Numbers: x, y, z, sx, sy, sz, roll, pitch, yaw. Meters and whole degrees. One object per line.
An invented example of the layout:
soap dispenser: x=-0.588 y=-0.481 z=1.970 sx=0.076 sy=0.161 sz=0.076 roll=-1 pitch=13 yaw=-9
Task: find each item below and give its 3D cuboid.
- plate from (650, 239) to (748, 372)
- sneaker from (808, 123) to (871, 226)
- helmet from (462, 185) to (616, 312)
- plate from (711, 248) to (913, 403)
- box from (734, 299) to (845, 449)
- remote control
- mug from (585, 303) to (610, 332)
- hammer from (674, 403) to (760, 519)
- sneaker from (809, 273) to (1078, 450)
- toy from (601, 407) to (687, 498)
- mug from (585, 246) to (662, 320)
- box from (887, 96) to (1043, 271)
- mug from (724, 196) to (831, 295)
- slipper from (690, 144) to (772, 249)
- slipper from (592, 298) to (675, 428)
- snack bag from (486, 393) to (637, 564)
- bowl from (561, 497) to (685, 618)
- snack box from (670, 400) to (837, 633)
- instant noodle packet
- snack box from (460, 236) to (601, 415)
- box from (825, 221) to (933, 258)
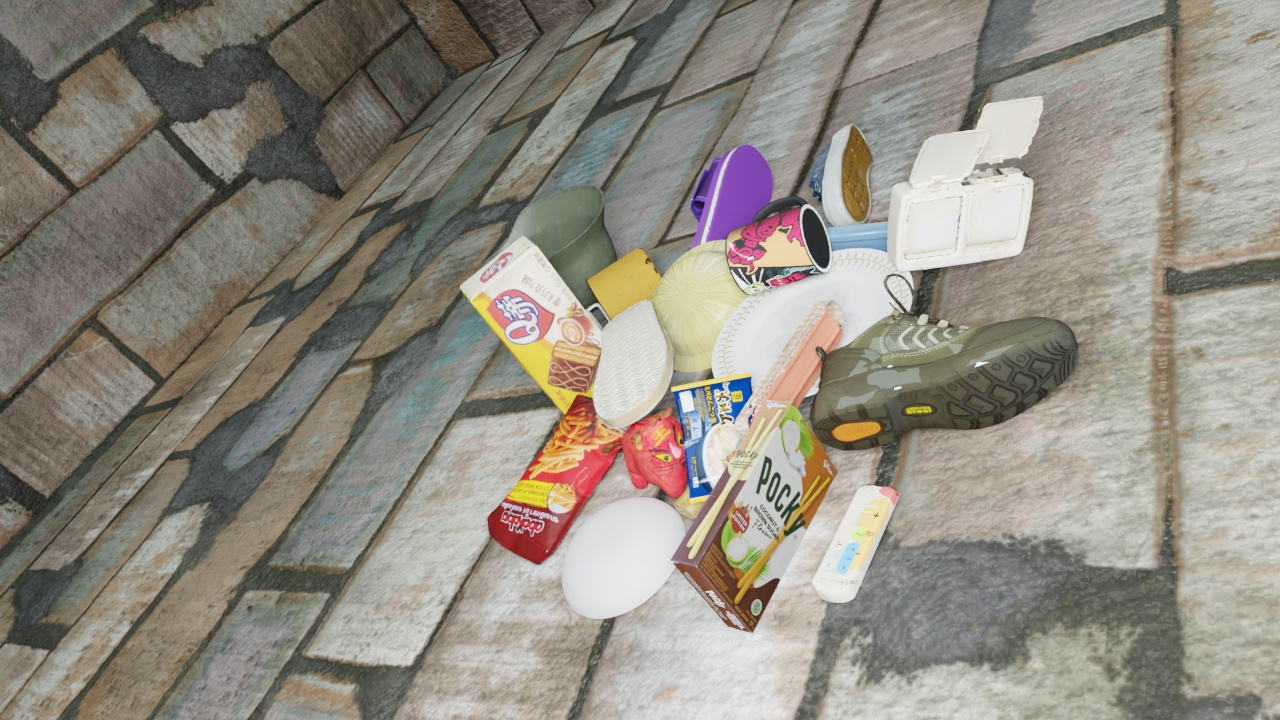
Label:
plate: x=0.070 y=-0.078 z=1.177 sx=0.185 sy=0.036 sz=0.184 roll=-19 pitch=59 yaw=34
sneaker: x=0.261 y=-0.244 z=1.244 sx=0.079 sy=0.087 sz=0.234 roll=-26 pitch=26 yaw=32
helmet: x=-0.140 y=-0.134 z=1.435 sx=0.268 sy=0.154 sz=0.226 roll=-24 pitch=33 yaw=13
plate: x=0.190 y=-0.038 z=1.027 sx=0.243 sy=0.016 sz=0.242 roll=-27 pitch=32 yaw=18
box: x=0.149 y=0.015 z=0.928 sx=0.186 sy=0.056 sz=0.071 roll=-53 pitch=2 yaw=-26
remote control: x=0.191 y=0.159 z=0.810 sx=0.038 sy=0.018 sz=0.125 roll=-3 pitch=42 yaw=45
mug: x=-0.088 y=-0.031 z=1.321 sx=0.115 sy=0.068 sz=0.094 roll=-47 pitch=31 yaw=-18
hammer: x=0.149 y=0.042 z=1.008 sx=0.329 sy=0.033 sz=0.132 roll=-48 pitch=33 yaw=-19
sneaker: x=0.272 y=-0.008 z=0.859 sx=0.238 sy=0.101 sz=0.142 roll=-17 pitch=45 yaw=22
toy: x=0.004 y=0.089 z=1.029 sx=0.133 sy=0.094 sz=0.088 roll=4 pitch=51 yaw=48
mug: x=-0.006 y=-0.089 z=1.302 sx=0.094 sy=0.100 sz=0.123 roll=-33 pitch=70 yaw=3
box: x=0.333 y=-0.174 z=0.937 sx=0.144 sy=0.188 sz=0.057 roll=-10 pitch=44 yaw=-1
mug: x=0.164 y=-0.144 z=1.088 sx=0.098 sy=0.082 sz=0.117 roll=-15 pitch=52 yaw=33
slipper: x=0.110 y=-0.209 z=1.336 sx=0.084 sy=0.107 sz=0.265 roll=-12 pitch=42 yaw=37
slipper: x=-0.007 y=0.006 z=1.100 sx=0.115 sy=0.052 sz=0.262 roll=-33 pitch=24 yaw=14
snack bag: x=-0.096 y=0.146 z=1.116 sx=0.139 sy=0.066 sz=0.207 roll=15 pitch=67 yaw=48
bowl: x=-0.028 y=0.195 z=0.962 sx=0.150 sy=0.043 sz=0.149 roll=-27 pitch=31 yaw=17
snack box: x=0.109 y=0.139 z=0.838 sx=0.032 sy=0.101 sz=0.185 roll=0 pitch=46 yaw=47
instant noodle packet: x=0.084 y=0.079 z=0.954 sx=0.087 sy=0.026 sz=0.134 roll=-11 pitch=61 yaw=6
snack box: x=-0.122 y=-0.038 z=1.202 sx=0.110 sy=0.230 sz=0.061 roll=-39 pitch=30 yaw=-5
box: x=0.269 y=-0.149 z=1.110 sx=0.209 sy=0.073 sz=0.085 roll=4 pitch=45 yaw=49
